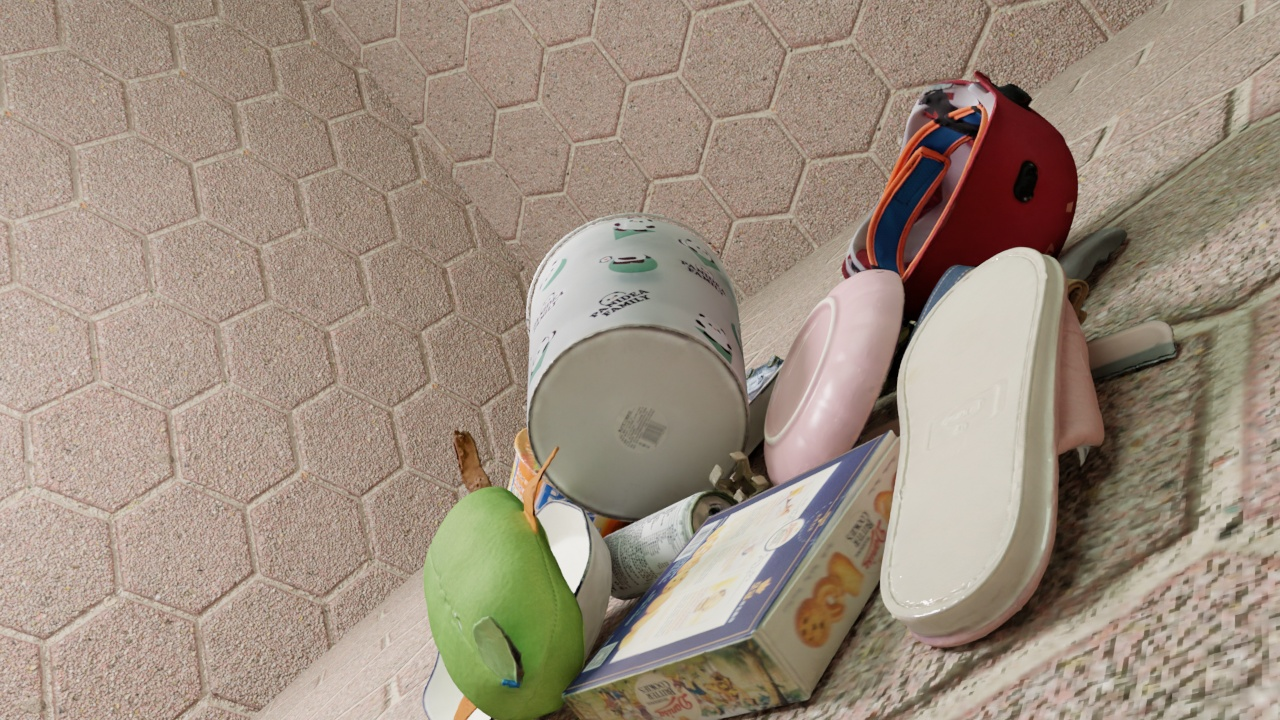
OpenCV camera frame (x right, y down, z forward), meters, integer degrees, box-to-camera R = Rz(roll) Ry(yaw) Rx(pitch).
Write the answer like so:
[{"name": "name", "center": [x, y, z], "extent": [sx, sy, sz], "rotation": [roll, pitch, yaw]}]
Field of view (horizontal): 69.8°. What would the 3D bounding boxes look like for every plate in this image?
[{"name": "plate", "center": [0.137, 0.014, 0.701], "extent": [0.192, 0.039, 0.192], "rotation": [-161, 94, -87]}, {"name": "plate", "center": [-0.095, 0.210, 0.735], "extent": [0.205, 0.045, 0.204], "rotation": [-43, 24, 24]}, {"name": "plate", "center": [0.157, 0.014, 0.932], "extent": [0.266, 0.034, 0.162], "rotation": [-50, -6, 4]}]

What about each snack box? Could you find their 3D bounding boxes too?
[{"name": "snack box", "center": [0.062, 0.133, 0.536], "extent": [0.183, 0.046, 0.177], "rotation": [-36, 3, 47]}]

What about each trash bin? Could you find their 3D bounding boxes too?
[{"name": "trash bin", "center": [-0.005, 0.005, 0.856], "extent": [0.230, 0.229, 0.251], "rotation": [-38, 19, 15]}]

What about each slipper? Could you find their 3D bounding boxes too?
[{"name": "slipper", "center": [0.178, 0.033, 0.464], "extent": [0.114, 0.054, 0.273], "rotation": [-43, 12, 39]}]

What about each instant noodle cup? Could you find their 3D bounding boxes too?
[{"name": "instant noodle cup", "center": [-0.075, 0.151, 0.955], "extent": [0.151, 0.151, 0.112], "rotation": [-44, -23, -69]}]

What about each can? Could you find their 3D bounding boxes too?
[{"name": "can", "center": [0.021, 0.148, 0.725], "extent": [0.058, 0.058, 0.147], "rotation": [-40, 3, -40]}]

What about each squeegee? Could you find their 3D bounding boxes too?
[{"name": "squeegee", "center": [0.283, -0.041, 0.637], "extent": [0.248, 0.040, 0.248], "rotation": [-39, 2, -34]}]

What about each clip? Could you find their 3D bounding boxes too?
[{"name": "clip", "center": [0.082, 0.103, 0.736], "extent": [0.070, 0.034, 0.100], "rotation": [-39, -23, -7]}]

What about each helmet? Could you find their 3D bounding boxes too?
[{"name": "helmet", "center": [0.277, -0.114, 0.751], "extent": [0.239, 0.144, 0.207], "rotation": [-81, 13, -73]}]

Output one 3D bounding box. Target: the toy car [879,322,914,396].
[{"name": "toy car", "center": [0.201, 0.012, 0.856], "extent": [0.070, 0.042, 0.158], "rotation": [-39, 0, -32]}]

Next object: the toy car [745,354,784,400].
[{"name": "toy car", "center": [0.151, 0.024, 1.061], "extent": [0.034, 0.043, 0.091], "rotation": [-61, 12, -28]}]

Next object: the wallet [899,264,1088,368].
[{"name": "wallet", "center": [0.217, -0.015, 0.573], "extent": [0.090, 0.033, 0.115], "rotation": [-65, 19, 0]}]

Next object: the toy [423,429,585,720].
[{"name": "toy", "center": [-0.101, 0.158, 0.639], "extent": [0.247, 0.090, 0.227], "rotation": [42, 119, 61]}]
